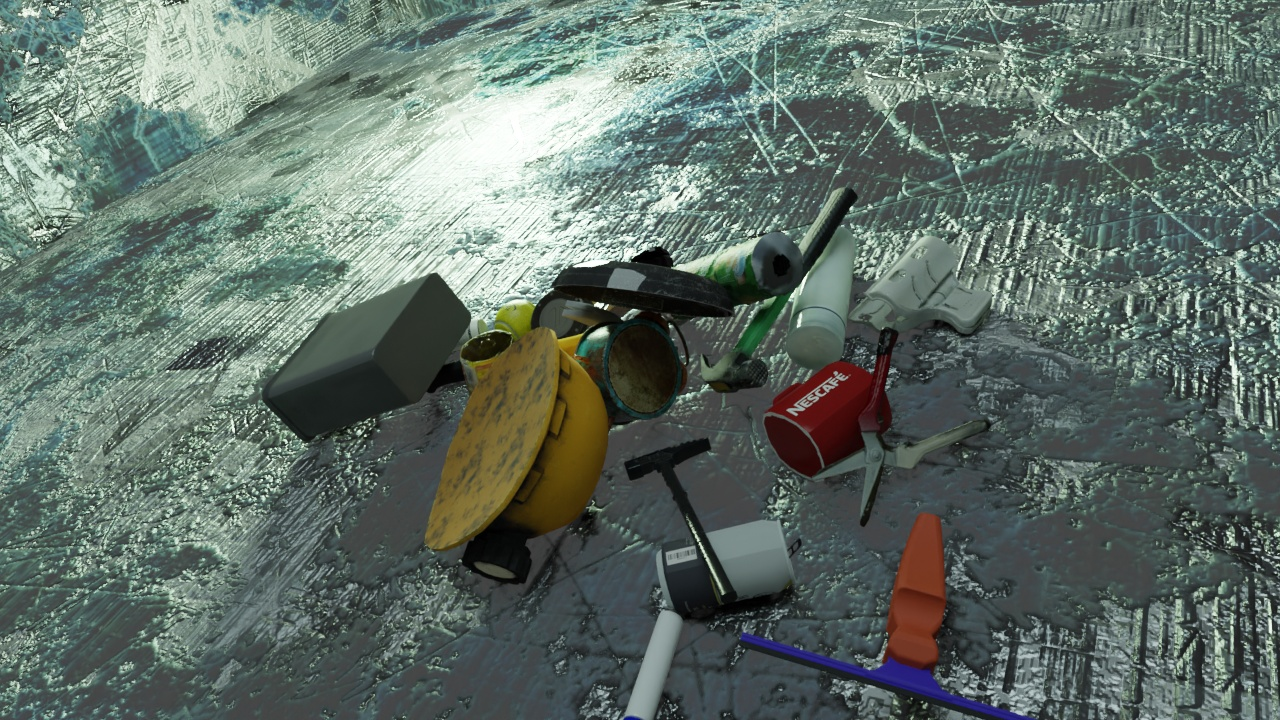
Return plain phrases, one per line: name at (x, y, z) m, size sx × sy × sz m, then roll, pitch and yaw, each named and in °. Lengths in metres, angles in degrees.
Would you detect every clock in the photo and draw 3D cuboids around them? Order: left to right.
clock at (-0.100, -0.045, 1.227) m, size 0.091 × 0.043 × 0.122 m, roll -6°, pitch 73°, yaw 27°
clock at (-0.006, 0.006, 1.057) m, size 0.157 × 0.121 × 0.073 m, roll -29°, pitch 12°, yaw -38°

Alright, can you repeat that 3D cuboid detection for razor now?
razor at (0.033, -0.099, 1.253) m, size 0.057 × 0.060 × 0.156 m, roll -12°, pitch 52°, yaw -10°

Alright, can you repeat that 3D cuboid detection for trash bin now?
trash bin at (-0.362, -0.006, 1.223) m, size 0.220 × 0.097 × 0.191 m, roll -17°, pitch 33°, yaw 32°

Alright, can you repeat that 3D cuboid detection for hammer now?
hammer at (-0.154, -0.003, 1.171) m, size 0.324 × 0.127 × 0.029 m, roll -11°, pitch 42°, yaw 25°
hammer at (0.051, 0.139, 0.845) m, size 0.095 × 0.015 × 0.325 m, roll -19°, pitch 15°, yaw -3°
hammer at (0.172, -0.088, 1.089) m, size 0.318 × 0.032 × 0.130 m, roll -55°, pitch 18°, yaw -22°

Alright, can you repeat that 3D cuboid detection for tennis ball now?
tennis ball at (-0.169, -0.051, 1.270) m, size 0.065 × 0.065 × 0.065 m, roll -13°, pitch 34°, yaw 9°

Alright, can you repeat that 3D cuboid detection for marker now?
marker at (0.010, 0.270, 0.764) m, size 0.027 × 0.023 × 0.132 m, roll 15°, pitch 42°, yaw 10°

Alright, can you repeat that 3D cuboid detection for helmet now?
helmet at (-0.106, 0.103, 0.956) m, size 0.206 × 0.131 × 0.254 m, roll -24°, pitch 42°, yaw 49°

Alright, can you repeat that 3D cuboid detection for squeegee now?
squeegee at (0.221, 0.196, 0.734) m, size 0.250 × 0.055 × 0.184 m, roll 13°, pitch 43°, yaw 14°

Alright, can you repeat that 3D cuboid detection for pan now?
pan at (-0.007, -0.078, 1.092) m, size 0.207 × 0.040 × 0.357 m, roll 9°, pitch -1°, yaw -10°

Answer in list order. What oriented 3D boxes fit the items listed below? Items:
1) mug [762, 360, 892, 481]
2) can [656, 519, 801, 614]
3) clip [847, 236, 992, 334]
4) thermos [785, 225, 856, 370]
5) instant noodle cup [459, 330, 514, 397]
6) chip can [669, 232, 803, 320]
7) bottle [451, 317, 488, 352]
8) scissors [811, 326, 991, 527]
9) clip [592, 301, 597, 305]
mug at (0.178, 0.057, 0.932) m, size 0.096 × 0.080 × 0.116 m, roll -34°, pitch 30°, yaw -21°
can at (0.082, 0.181, 0.816) m, size 0.127 × 0.064 × 0.064 m, roll -15°, pitch 34°, yaw 7°
clip at (0.326, -0.085, 1.062) m, size 0.126 × 0.110 × 0.151 m, roll -43°, pitch 30°, yaw -27°
thermos at (0.222, -0.082, 1.118) m, size 0.068 × 0.068 × 0.229 m, roll -4°, pitch 37°, yaw 22°
instant noodle cup at (-0.172, 0.027, 1.122) m, size 0.102 × 0.108 × 0.102 m, roll -12°, pitch 33°, yaw 8°
chip can at (0.102, -0.096, 1.094) m, size 0.075 × 0.075 × 0.224 m, roll -37°, pitch 12°, yaw -25°
bottle at (-0.278, -0.030, 1.318) m, size 0.116 × 0.041 × 0.041 m, roll -12°, pitch 34°, yaw 11°
scissors at (0.254, 0.067, 0.880) m, size 0.179 × 0.015 × 0.199 m, roll 13°, pitch 75°, yaw -11°
clip at (-0.073, -0.059, 1.269) m, size 0.054 × 0.046 × 0.048 m, roll -39°, pitch 14°, yaw -29°
